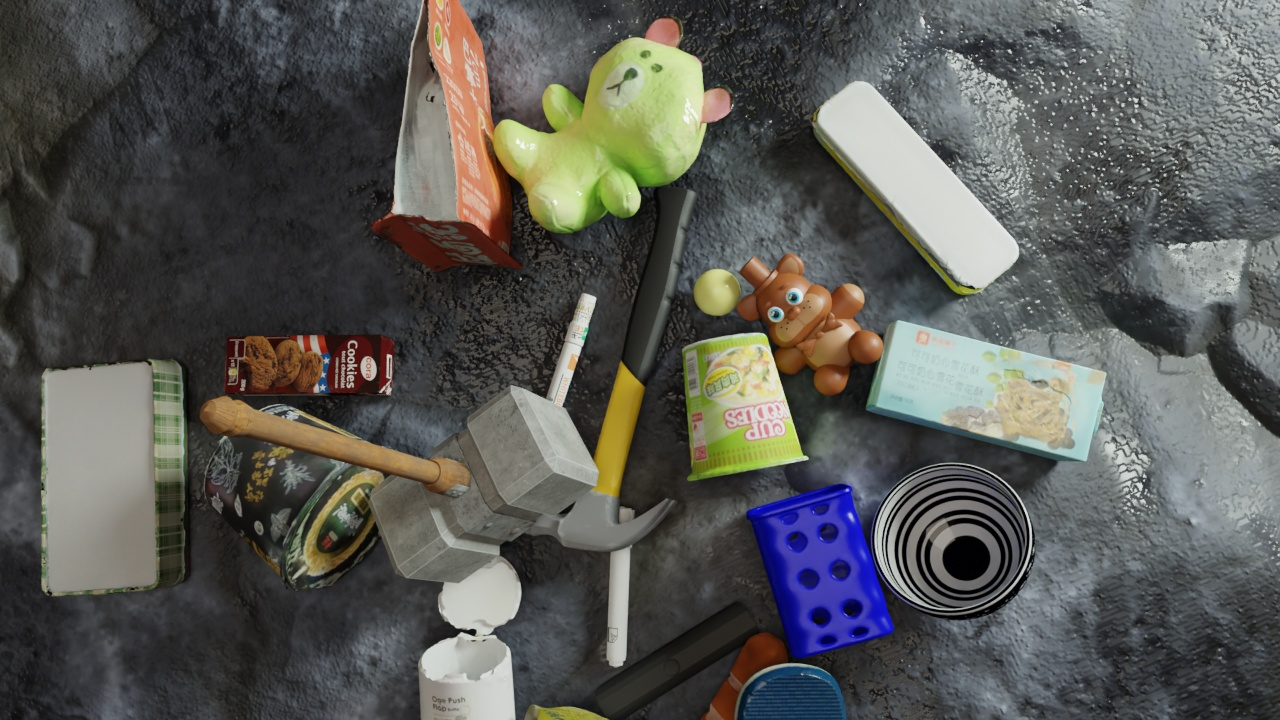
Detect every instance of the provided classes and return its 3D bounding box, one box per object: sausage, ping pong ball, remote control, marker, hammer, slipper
[{"bbox_3d":[0.068,0.295,0.744,0.039,0.044,0.164,31,87,45],"label":"sausage"},{"bbox_3d":[0.066,-0.058,0.786,0.040,0.040,0.040,-1,83,5],"label":"ping pong ball"},{"bbox_3d":[0.030,0.252,0.766,0.147,0.015,0.033,-32,82,1],"label":"remote control"},{"bbox_3d":[-0.067,0.012,0.803,0.017,0.017,0.145,17,86,7],"label":"marker"},{"bbox_3d":[-0.017,0.191,0.776,0.020,0.017,0.133,-2,83,31],"label":"marker"},{"bbox_3d":[-0.174,0.071,0.641,0.163,0.317,0.083,-36,63,11],"label":"hammer"},{"bbox_3d":[0.113,0.373,0.720,0.118,0.060,0.295,1,96,-2],"label":"slipper"},{"bbox_3d":[-0.005,0.005,0.784,0.127,0.029,0.323,12,81,22],"label":"hammer"}]

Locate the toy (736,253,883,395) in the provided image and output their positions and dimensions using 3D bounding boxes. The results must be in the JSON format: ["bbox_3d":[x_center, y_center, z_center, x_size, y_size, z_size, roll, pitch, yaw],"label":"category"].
[{"bbox_3d":[0.134,-0.036,0.757,0.127,0.065,0.095,42,106,-3],"label":"toy"}]

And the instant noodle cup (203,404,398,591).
[{"bbox_3d":[-0.282,0.107,0.762,0.112,0.137,0.137,28,87,18],"label":"instant noodle cup"}]

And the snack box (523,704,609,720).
[{"bbox_3d":[-0.062,0.371,0.723,0.121,0.045,0.181,23,86,-21],"label":"snack box"}]

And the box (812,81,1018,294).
[{"bbox_3d":[0.232,-0.148,0.783,0.064,0.037,0.209,-39,81,-2],"label":"box"}]

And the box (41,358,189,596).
[{"bbox_3d":[-0.467,0.102,0.816,0.118,0.051,0.205,-7,82,7],"label":"box"}]

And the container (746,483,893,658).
[{"bbox_3d":[0.142,0.165,0.732,0.085,0.084,0.113,-17,83,5],"label":"container"}]

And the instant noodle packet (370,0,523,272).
[{"bbox_3d":[-0.151,-0.196,0.761,0.084,0.164,0.220,0,84,7],"label":"instant noodle packet"}]

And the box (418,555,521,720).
[{"bbox_3d":[-0.140,0.253,0.759,0.084,0.125,0.156,2,103,9],"label":"box"}]

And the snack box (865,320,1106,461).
[{"bbox_3d":[0.279,0.026,0.750,0.175,0.053,0.075,15,84,6],"label":"snack box"}]

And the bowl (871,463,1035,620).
[{"bbox_3d":[0.251,0.149,0.725,0.120,0.066,0.120,-17,56,26],"label":"bowl"}]

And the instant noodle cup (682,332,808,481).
[{"bbox_3d":[0.077,0.037,0.744,0.099,0.099,0.108,-10,83,4],"label":"instant noodle cup"}]

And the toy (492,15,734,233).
[{"bbox_3d":[-0.021,-0.190,0.785,0.196,0.107,0.150,-28,60,-7],"label":"toy"}]

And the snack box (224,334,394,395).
[{"bbox_3d":[-0.294,0.005,0.818,0.141,0.032,0.051,0,83,5],"label":"snack box"}]
